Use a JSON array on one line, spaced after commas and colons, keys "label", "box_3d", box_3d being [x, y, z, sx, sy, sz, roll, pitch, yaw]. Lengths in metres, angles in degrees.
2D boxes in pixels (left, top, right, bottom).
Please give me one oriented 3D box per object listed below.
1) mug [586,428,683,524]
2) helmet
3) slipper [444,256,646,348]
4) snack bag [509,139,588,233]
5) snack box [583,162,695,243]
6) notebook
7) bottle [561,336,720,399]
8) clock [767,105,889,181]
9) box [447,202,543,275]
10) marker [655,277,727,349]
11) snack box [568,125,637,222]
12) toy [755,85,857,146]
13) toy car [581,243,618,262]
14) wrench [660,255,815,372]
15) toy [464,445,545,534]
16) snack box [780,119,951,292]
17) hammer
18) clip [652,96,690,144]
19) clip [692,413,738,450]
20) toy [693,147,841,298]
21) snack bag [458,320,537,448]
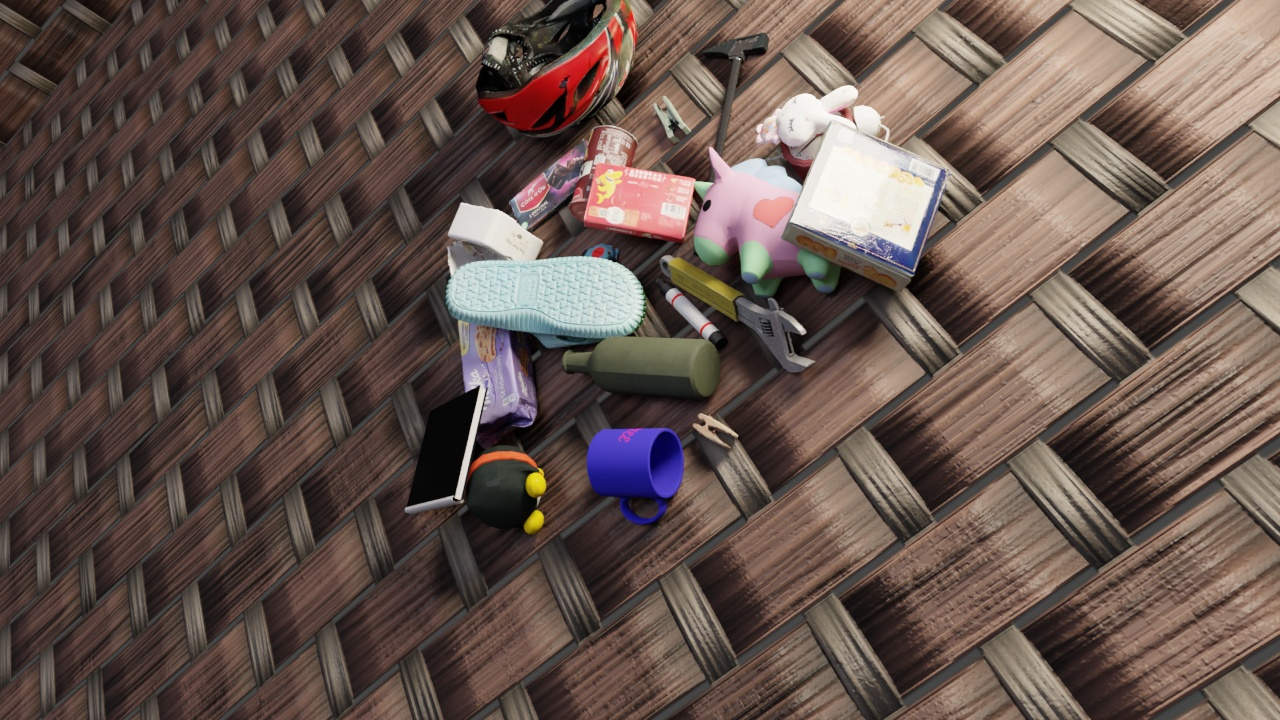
[{"label": "mug", "box_3d": [-0.003, 0.135, 1.063, 0.084, 0.079, 0.111, -4, 95, 32]}, {"label": "helmet", "box_3d": [-0.114, -0.431, 1.325, 0.273, 0.167, 0.216, -20, 46, 33]}, {"label": "slipper", "box_3d": [-0.123, -0.079, 1.207, 0.276, 0.069, 0.115, 4, 76, 13]}, {"label": "snack bag", "box_3d": [-0.125, -0.254, 1.352, 0.155, 0.018, 0.074, -37, 54, 17]}, {"label": "snack box", "box_3d": [-0.001, -0.207, 1.201, 0.133, 0.021, 0.089, 11, 73, 4]}, {"label": "notebook", "box_3d": [-0.259, 0.123, 1.211, 0.207, 0.016, 0.148, -22, 53, 58]}, {"label": "bottle", "box_3d": [-0.007, 0.007, 1.119, 0.207, 0.071, 0.071, 3, 71, 35]}, {"label": "clock", "box_3d": [0.228, -0.260, 1.097, 0.138, 0.048, 0.096, 12, 76, 38]}, {"label": "box", "box_3d": [-0.224, -0.142, 1.310, 0.103, 0.110, 0.130, 17, 78, 38]}, {"label": "marker", "box_3d": [0.058, -0.063, 1.140, 0.019, 0.019, 0.145, -47, 52, 7]}, {"label": "snack box", "box_3d": [-0.051, -0.254, 1.266, 0.072, 0.072, 0.121, 1, 70, 34]}, {"label": "toy", "box_3d": [0.191, -0.282, 1.075, 0.126, 0.037, 0.075, -3, 64, 30]}, {"label": "toy car", "box_3d": [-0.073, -0.115, 1.246, 0.060, 0.027, 0.107, 23, 83, 38]}, {"label": "wrench", "box_3d": [0.107, -0.066, 1.090, 0.018, 0.084, 0.273, -28, 39, -23]}, {"label": "toy", "box_3d": [-0.171, 0.152, 1.153, 0.119, 0.099, 0.098, -106, 20, -56]}, {"label": "snack box", "box_3d": [0.243, -0.168, 0.988, 0.144, 0.043, 0.144, 24, 71, 2]}, {"label": "hammer", "box_3d": [0.100, -0.288, 1.218, 0.095, 0.015, 0.324, 1, 70, 34]}, {"label": "clip", "box_3d": [0.041, -0.336, 1.274, 0.047, 0.023, 0.076, -34, 56, 15]}, {"label": "clip", "box_3d": [0.087, 0.080, 1.055, 0.062, 0.025, 0.047, -8, 61, 39]}, {"label": "toy", "box_3d": [0.160, -0.162, 1.066, 0.223, 0.120, 0.171, -3, 70, 26]}, {"label": "snack bag", "box_3d": [-0.191, 0.012, 1.250, 0.097, 0.058, 0.205, -25, 60, 26]}]
